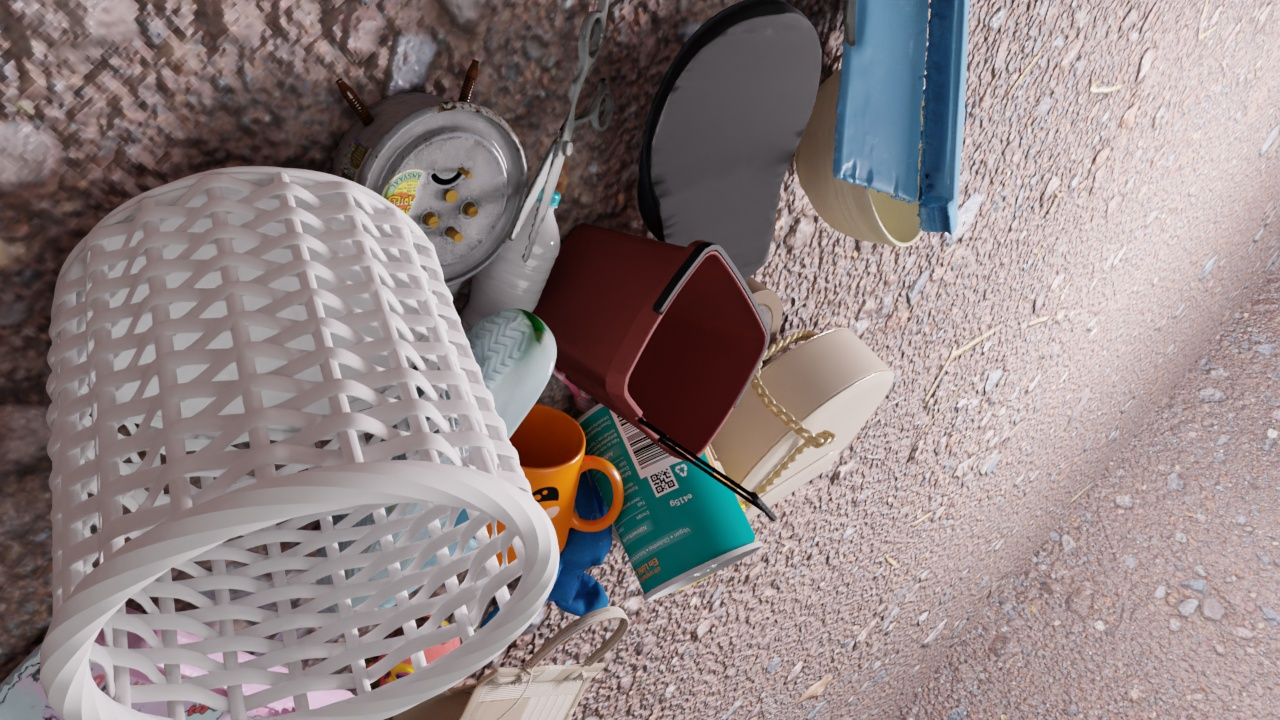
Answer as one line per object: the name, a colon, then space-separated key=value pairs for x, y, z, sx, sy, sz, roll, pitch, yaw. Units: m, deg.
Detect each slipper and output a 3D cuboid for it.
slipper: x=0.043 y=-0.143 z=0.613 sx=0.109 sy=0.083 sz=0.266 roll=-18 pitch=155 yaw=-8
slipper: x=-0.121 y=0.076 z=0.558 sx=0.074 sy=0.104 sz=0.246 roll=29 pitch=110 yaw=-31

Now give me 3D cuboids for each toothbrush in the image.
toothbrush: x=-0.058 y=0.006 z=0.683 sx=0.021 sy=0.016 sz=0.135 roll=-52 pitch=147 yaw=-16

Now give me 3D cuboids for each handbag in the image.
handbag: x=0.146 y=0.070 z=0.882 sx=0.210 sy=0.103 sz=0.209 roll=-25 pitch=153 yaw=-33
handbag: x=-0.089 y=0.285 z=0.827 sx=0.198 sy=0.062 sz=0.175 roll=-44 pitch=148 yaw=13

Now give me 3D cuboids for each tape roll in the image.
tape roll: x=0.081 y=-0.027 z=0.800 sx=0.093 sy=0.030 sz=0.094 roll=-30 pitch=140 yaw=-29

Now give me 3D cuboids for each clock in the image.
clock: x=-0.115 y=-0.081 z=0.503 sx=0.103 sy=0.056 sz=0.148 roll=-23 pitch=134 yaw=-35

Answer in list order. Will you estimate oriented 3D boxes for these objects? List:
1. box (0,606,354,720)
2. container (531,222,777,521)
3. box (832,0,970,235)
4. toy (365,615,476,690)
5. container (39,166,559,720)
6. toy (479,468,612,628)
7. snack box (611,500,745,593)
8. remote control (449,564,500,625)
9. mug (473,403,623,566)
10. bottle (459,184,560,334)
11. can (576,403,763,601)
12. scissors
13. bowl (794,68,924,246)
box: x=-0.285 y=0.222 z=0.568 sx=0.101 sy=0.111 sz=0.201 roll=-67 pitch=152 yaw=-23
container: x=0.032 y=0.001 z=0.605 sx=0.127 sy=0.201 sz=0.148 roll=-57 pitch=146 yaw=-11
box: x=0.203 y=-0.220 z=0.656 sx=0.175 sy=0.060 sz=0.231 roll=9 pitch=84 yaw=-51
toy: x=-0.181 y=0.239 z=0.729 sx=0.103 sy=0.046 sz=0.084 roll=-44 pitch=169 yaw=7
container: x=-0.155 y=0.043 z=0.410 sx=0.189 sy=0.186 sz=0.190 roll=-17 pitch=142 yaw=-14
toy: x=-0.058 y=0.165 z=0.782 sx=0.112 sy=0.071 sz=0.176 roll=4 pitch=115 yaw=-46
snack box: x=0.025 y=0.138 z=0.821 sx=0.061 sy=0.106 sz=0.084 roll=-13 pitch=131 yaw=-46
remote control: x=-0.125 y=0.171 z=0.760 sx=0.033 sy=0.012 sz=0.131 roll=-4 pitch=124 yaw=-47
mug: x=-0.069 y=0.095 z=0.675 sx=0.077 sy=0.112 sz=0.096 roll=-80 pitch=-177 yaw=-57
bottle: x=-0.085 y=-0.046 z=0.579 sx=0.044 sy=0.044 sz=0.136 roll=2 pitch=119 yaw=-50
can: x=0.019 y=0.100 z=0.717 sx=0.099 sy=0.144 sz=0.099 roll=-23 pitch=163 yaw=-8
scissors: x=-0.043 y=-0.139 z=0.522 sx=0.152 sy=0.014 sz=0.131 roll=-58 pitch=157 yaw=-48
bowl: x=0.169 y=-0.162 z=0.719 sx=0.150 sy=0.075 sz=0.150 roll=0 pitch=90 yaw=-53
